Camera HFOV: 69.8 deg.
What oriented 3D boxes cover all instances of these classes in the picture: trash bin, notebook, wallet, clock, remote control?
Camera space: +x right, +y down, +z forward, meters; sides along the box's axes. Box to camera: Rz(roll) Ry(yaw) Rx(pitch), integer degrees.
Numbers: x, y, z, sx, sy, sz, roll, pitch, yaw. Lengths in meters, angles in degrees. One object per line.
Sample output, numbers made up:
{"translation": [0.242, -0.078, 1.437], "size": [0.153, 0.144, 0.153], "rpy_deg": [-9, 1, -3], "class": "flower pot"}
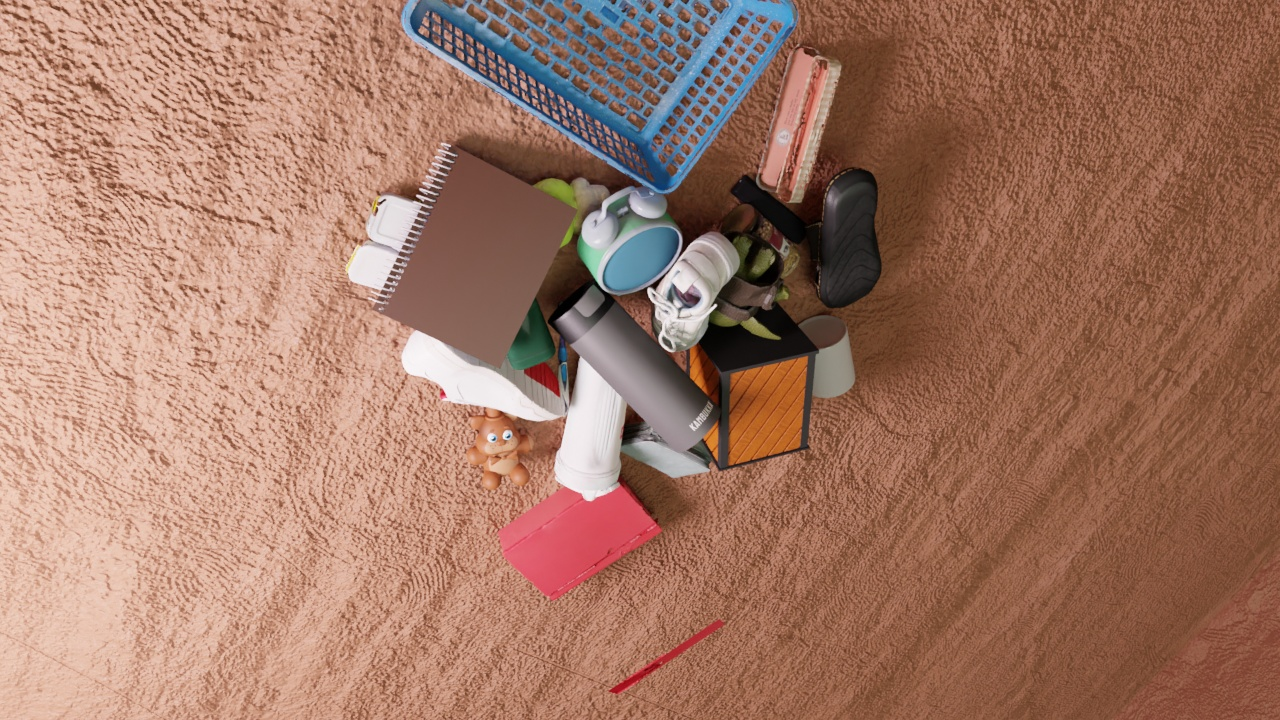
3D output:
{"translation": [0.151, 0.033, 1.301], "size": [0.139, 0.139, 0.172], "rpy_deg": [-12, 127, -14], "class": "trash bin"}
{"translation": [-0.196, -0.120, 1.066], "size": [0.171, 0.022, 0.209], "rpy_deg": [26, 95, -13], "class": "notebook"}
{"translation": [0.035, 0.129, 1.360], "size": [0.131, 0.054, 0.101], "rpy_deg": [24, 152, -34], "class": "wallet"}
{"translation": [-0.016, -0.156, 1.123], "size": [0.122, 0.075, 0.162], "rpy_deg": [-30, 153, -8], "class": "clock"}
{"translation": [0.176, -0.200, 1.228], "size": [0.136, 0.015, 0.032], "rpy_deg": [30, 108, -35], "class": "remote control"}

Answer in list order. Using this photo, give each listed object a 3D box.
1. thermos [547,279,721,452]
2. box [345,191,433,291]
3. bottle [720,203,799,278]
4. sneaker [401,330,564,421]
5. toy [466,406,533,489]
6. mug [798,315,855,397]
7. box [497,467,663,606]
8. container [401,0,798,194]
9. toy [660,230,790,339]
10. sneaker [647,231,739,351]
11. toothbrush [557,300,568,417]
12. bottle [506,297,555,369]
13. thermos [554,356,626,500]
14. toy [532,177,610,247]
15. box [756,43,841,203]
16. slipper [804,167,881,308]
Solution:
{"translation": [-0.007, 0.007, 1.181], "size": [0.082, 0.082, 0.240], "rpy_deg": [-42, 101, 10], "class": "thermos"}
{"translation": [-0.239, -0.120, 1.116], "size": [0.209, 0.036, 0.130], "rpy_deg": [16, 119, -30], "class": "box"}
{"translation": [0.161, -0.158, 1.226], "size": [0.056, 0.056, 0.105], "rpy_deg": [-46, 127, 12], "class": "bottle"}
{"translation": [-0.208, 0.026, 1.199], "size": [0.104, 0.090, 0.236], "rpy_deg": [-30, 140, 27], "class": "sneaker"}
{"translation": [-0.194, 0.114, 1.271], "size": [0.094, 0.065, 0.128], "rpy_deg": [-12, 122, -16], "class": "toy"}
{"translation": [0.257, -0.004, 1.366], "size": [0.112, 0.078, 0.097], "rpy_deg": [-6, 130, 17], "class": "mug"}
{"translation": [-0.097, 0.261, 1.419], "size": [0.215, 0.164, 0.153], "rpy_deg": [-33, 172, 4], "class": "box"}
{"translation": [-0.041, -0.372, 0.975], "size": [0.362, 0.089, 0.257], "rpy_deg": [26, 110, -34], "class": "container"}
{"translation": [0.123, -0.103, 1.191], "size": [0.179, 0.078, 0.153], "rpy_deg": [28, 150, 0], "class": "toy"}
{"translation": [0.044, -0.068, 1.158], "size": [0.090, 0.089, 0.243], "rpy_deg": [-40, 171, -26], "class": "sneaker"}
{"translation": [-0.105, 0.002, 1.256], "size": [0.016, 0.017, 0.189], "rpy_deg": [-9, 125, -17], "class": "toothbrush"}
{"translation": [-0.154, -0.059, 1.131], "size": [0.061, 0.061, 0.131], "rpy_deg": [-21, 126, -3], "class": "bottle"}
{"translation": [-0.063, 0.091, 1.288], "size": [0.099, 0.099, 0.221], "rpy_deg": [0, 119, -22], "class": "thermos"}
{"translation": [-0.091, -0.181, 1.118], "size": [0.115, 0.046, 0.092], "rpy_deg": [-16, 128, -19], "class": "toy"}
{"translation": [0.194, -0.292, 1.139], "size": [0.042, 0.083, 0.187], "rpy_deg": [-8, 124, -31], "class": "box"}
{"translation": [0.276, -0.167, 1.254], "size": [0.113, 0.075, 0.268], "rpy_deg": [-28, 144, -5], "class": "slipper"}
